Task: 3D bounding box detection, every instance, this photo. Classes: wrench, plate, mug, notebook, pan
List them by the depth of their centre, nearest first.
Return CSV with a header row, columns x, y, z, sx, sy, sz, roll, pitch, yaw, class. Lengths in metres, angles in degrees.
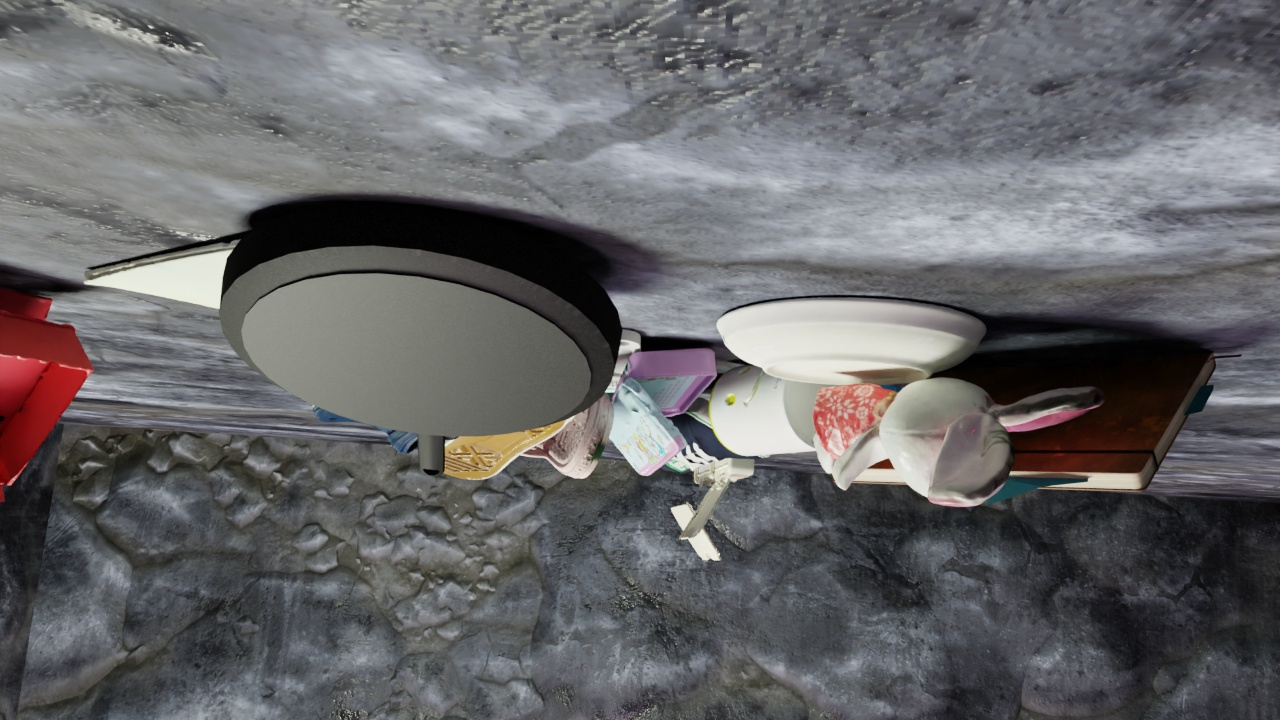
x,y,z,sx,sy,sz,roll,pitch,yaw,class
-0.136,0.020,0.588,0.225,0.034,0.357,7,151,-8,pan
-0.228,-0.048,0.623,0.253,0.010,0.181,-2,170,37,notebook
0.144,-0.007,0.640,0.182,0.034,0.182,4,171,0,plate
0.276,0.048,0.674,0.250,0.014,0.178,-6,-157,49,notebook
0.122,0.040,0.796,0.082,0.082,0.106,9,169,-29,mug
-0.005,0.005,0.841,0.087,0.018,0.273,4,170,1,wrench

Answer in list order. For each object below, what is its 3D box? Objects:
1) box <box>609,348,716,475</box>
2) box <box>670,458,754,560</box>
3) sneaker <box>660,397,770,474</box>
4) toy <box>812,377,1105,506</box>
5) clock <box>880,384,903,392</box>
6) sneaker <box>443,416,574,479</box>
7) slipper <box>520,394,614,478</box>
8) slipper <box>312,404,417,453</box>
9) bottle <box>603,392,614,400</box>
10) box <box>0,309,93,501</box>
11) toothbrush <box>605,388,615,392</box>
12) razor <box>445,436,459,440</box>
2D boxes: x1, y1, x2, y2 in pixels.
x,y,z,sx,sy,sz,roll,pitch,yaw,class
0.008,0.044,0.828,0.077,0.096,0.214,23,165,-1,box
0.081,0.142,1.105,0.069,0.191,0.144,7,164,-12,box
0.060,0.086,0.959,0.084,0.079,0.235,31,171,-22,sneaker
0.189,0.052,0.622,0.158,0.084,0.195,-26,-170,-36,toy
0.181,0.049,0.892,0.116,0.060,0.162,10,172,-39,clock
-0.111,0.019,0.765,0.118,0.087,0.242,20,144,-22,sneaker
-0.086,0.048,0.861,0.064,0.094,0.239,24,178,-18,slipper
-0.266,0.062,1.084,0.253,0.095,0.105,1,174,-2,slipper
-0.018,0.056,1.067,0.047,0.047,0.112,-1,169,31,bottle
-0.474,0.109,0.589,0.153,0.325,0.213,-34,155,18,box
-0.015,0.028,0.995,0.181,0.016,0.016,-1,168,23,toothbrush
-0.196,0.014,0.684,0.151,0.067,0.053,28,-158,-22,razor
